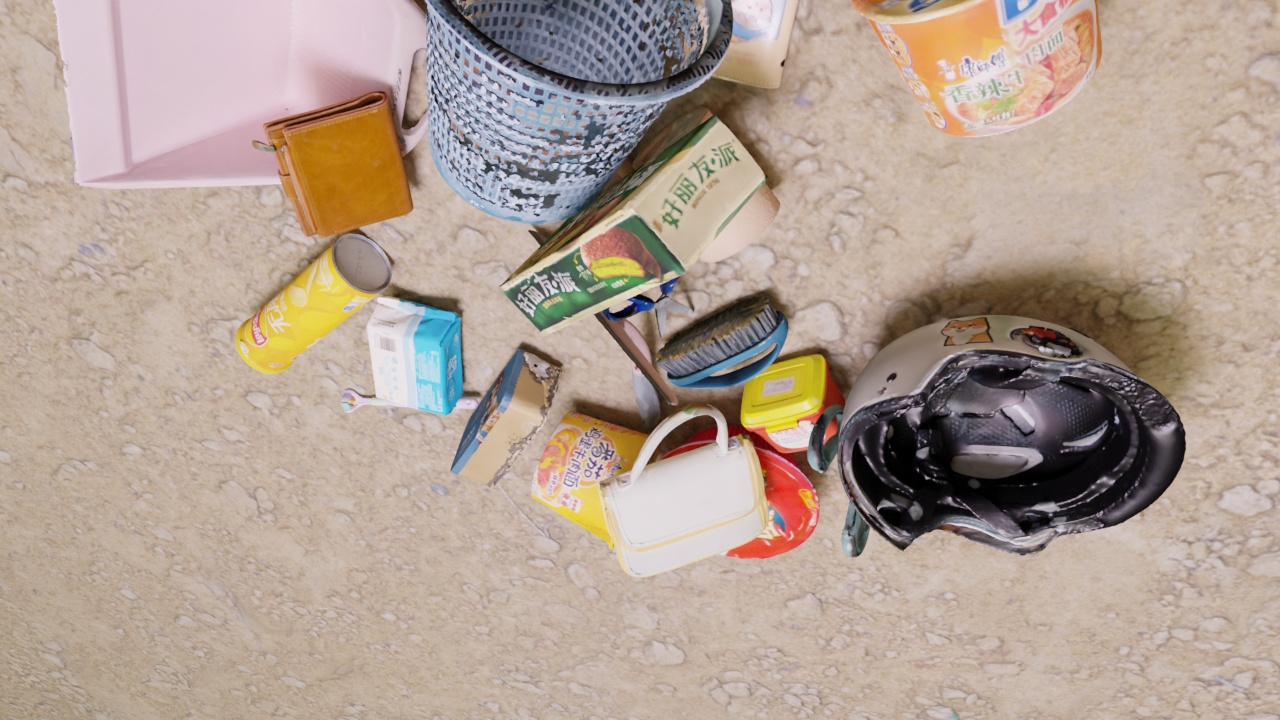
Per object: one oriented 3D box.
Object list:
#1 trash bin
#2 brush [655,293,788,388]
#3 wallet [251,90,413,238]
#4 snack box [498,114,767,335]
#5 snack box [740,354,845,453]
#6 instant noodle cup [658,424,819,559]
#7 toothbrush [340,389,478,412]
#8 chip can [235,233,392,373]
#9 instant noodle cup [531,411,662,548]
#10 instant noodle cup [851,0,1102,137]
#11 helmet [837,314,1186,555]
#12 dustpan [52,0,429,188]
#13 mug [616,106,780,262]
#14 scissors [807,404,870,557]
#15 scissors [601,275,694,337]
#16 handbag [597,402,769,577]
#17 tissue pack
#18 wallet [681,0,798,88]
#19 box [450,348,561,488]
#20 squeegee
[{"bbox_3d":[-0.072,-0.217,0.689,0.226,0.226,0.196,26,146,-6],"label":"trash bin"},{"bbox_3d":[0.086,-0.009,0.911,0.144,0.055,0.073,-25,118,33],"label":"brush"},{"bbox_3d":[-0.268,-0.166,0.812,0.119,0.035,0.131,-18,147,-15],"label":"wallet"},{"bbox_3d":[-0.015,-0.097,0.726,0.063,0.114,0.241,47,153,-14],"label":"snack box"},{"bbox_3d":[0.157,0.049,0.925,0.091,0.081,0.080,-16,134,33],"label":"snack box"},{"bbox_3d":[0.106,0.138,1.030,0.194,0.065,0.194,8,133,9],"label":"instant noodle cup"},{"bbox_3d":[-0.278,0.049,1.100,0.189,0.021,0.029,0,90,21],"label":"toothbrush"},{"bbox_3d":[-0.359,-0.058,1.001,0.214,0.071,0.072,-29,117,35],"label":"chip can"},{"bbox_3d":[-0.051,0.126,1.031,0.110,0.137,0.138,24,134,8],"label":"instant noodle cup"},{"bbox_3d":[0.231,-0.231,0.611,0.152,0.151,0.111,-15,133,29],"label":"instant noodle cup"},{"bbox_3d":[0.311,0.049,0.823,0.274,0.156,0.230,-7,127,10],"label":"helmet"},{"bbox_3d":[-0.303,-0.227,0.744,0.139,0.272,0.223,41,138,14],"label":"dustpan"},{"bbox_3d":[0.043,-0.148,0.793,0.103,0.084,0.125,49,151,-23],"label":"mug"},{"bbox_3d":[0.198,0.101,0.887,0.019,0.170,0.179,1,165,35],"label":"scissors"},{"bbox_3d":[0.012,-0.053,0.839,0.012,0.156,0.166,50,146,20],"label":"scissors"},{"bbox_3d":[0.041,0.126,0.910,0.163,0.063,0.179,-18,127,-6],"label":"handbag"},{"bbox_3d":[-0.245,-0.006,1.016,0.090,0.063,0.140,14,132,8],"label":"tissue pack"},{"bbox_3d":[0.076,-0.271,0.703,0.087,0.024,0.115,11,133,2],"label":"wallet"},{"bbox_3d":[-0.156,0.071,1.039,0.059,0.089,0.185,28,132,-16],"label":"box"},{"bbox_3d":[-0.006,0.005,0.933,0.040,0.247,0.250,-34,149,-8],"label":"squeegee"}]
